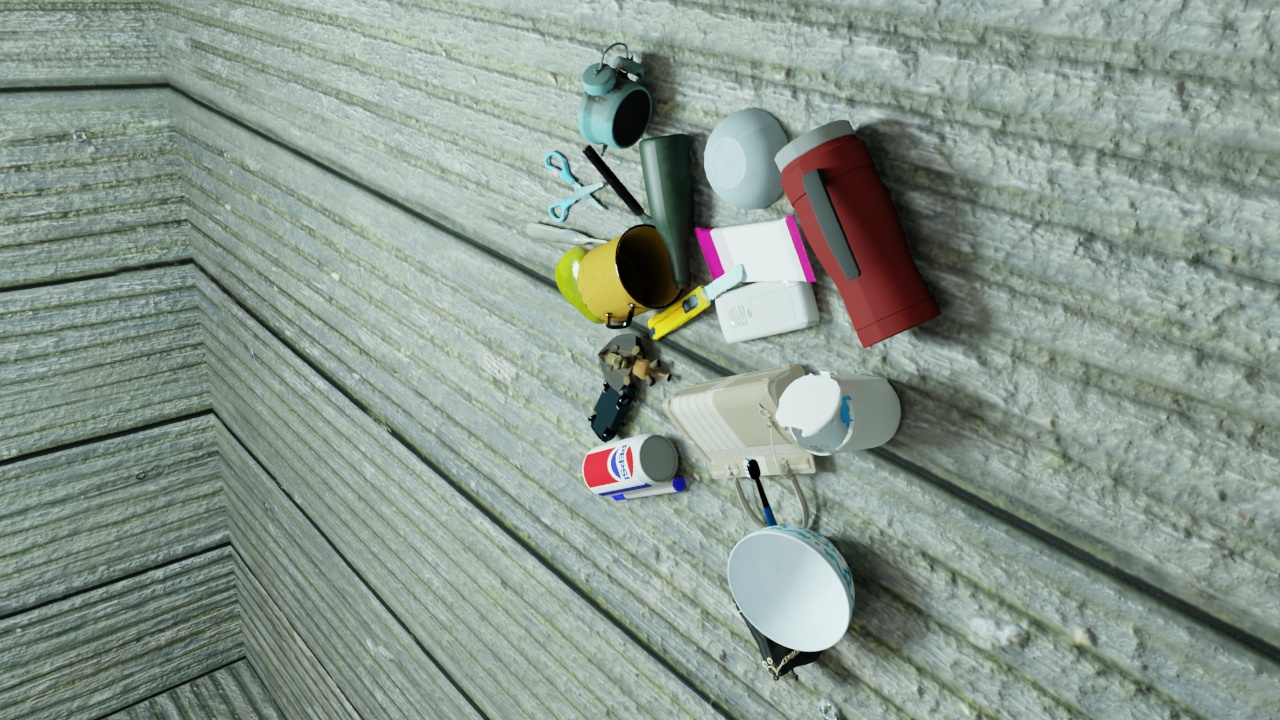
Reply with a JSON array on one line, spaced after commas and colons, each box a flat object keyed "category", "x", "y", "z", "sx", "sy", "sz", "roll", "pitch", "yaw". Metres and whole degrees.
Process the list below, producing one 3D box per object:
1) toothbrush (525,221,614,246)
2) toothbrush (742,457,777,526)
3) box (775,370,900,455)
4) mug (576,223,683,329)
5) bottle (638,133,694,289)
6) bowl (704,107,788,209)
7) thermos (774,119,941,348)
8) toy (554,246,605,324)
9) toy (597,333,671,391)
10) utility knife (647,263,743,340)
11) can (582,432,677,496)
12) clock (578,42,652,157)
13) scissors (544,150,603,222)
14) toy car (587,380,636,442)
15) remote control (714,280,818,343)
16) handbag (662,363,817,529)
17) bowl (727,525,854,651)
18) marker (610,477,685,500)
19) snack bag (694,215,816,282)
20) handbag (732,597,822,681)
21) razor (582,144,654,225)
[{"category": "toothbrush", "x": -0.093, "y": -0.166, "z": 1.232, "sx": 0.186, "sy": 0.024, "sz": 0.022, "roll": 17, "pitch": 155, "yaw": 46}, {"category": "toothbrush", "x": 0.146, "y": 0.178, "z": 1.037, "sx": 0.014, "sy": 0.014, "sz": 0.168, "roll": 21, "pitch": 138, "yaw": 53}, {"category": "box", "x": 0.187, "y": 0.047, "z": 0.882, "sx": 0.080, "sy": 0.143, "sz": 0.089, "roll": 13, "pitch": 102, "yaw": 41}, {"category": "mug", "x": -0.016, "y": -0.090, "z": 1.094, "sx": 0.094, "sy": 0.100, "sz": 0.123, "roll": -17, "pitch": 53, "yaw": 53}, {"category": "bottle", "x": 0.037, "y": -0.168, "z": 1.050, "sx": 0.055, "sy": 0.055, "sz": 0.174, "roll": 6, "pitch": 109, "yaw": 49}, {"category": "bowl", "x": 0.104, "y": -0.210, "z": 0.965, "sx": 0.106, "sy": 0.039, "sz": 0.106, "roll": 21, "pitch": 119, "yaw": 45}, {"category": "thermos", "x": 0.194, "y": -0.115, "z": 0.840, "sx": 0.084, "sy": 0.107, "sz": 0.198, "roll": -27, "pitch": 84, "yaw": 32}, {"category": "toy", "x": -0.070, "y": -0.095, "z": 1.207, "sx": 0.110, "sy": 0.051, "sz": 0.090, "roll": 60, "pitch": 142, "yaw": 12}, {"category": "toy", "x": -0.007, "y": 0.007, "z": 1.166, "sx": 0.100, "sy": 0.062, "sz": 0.076, "roll": 20, "pitch": 97, "yaw": 33}, {"category": "utility knife", "x": 0.060, "y": -0.067, "z": 1.070, "sx": 0.224, "sy": 0.019, "sz": 0.030, "roll": -32, "pitch": 81, "yaw": 56}, {"category": "can", "x": -0.015, "y": 0.139, "z": 1.211, "sx": 0.132, "sy": 0.070, "sz": 0.070, "roll": -21, "pitch": 87, "yaw": 51}, {"category": "clock", "x": -0.028, "y": -0.300, "z": 1.052, "sx": 0.053, "sy": 0.089, "sz": 0.124, "roll": 30, "pitch": 136, "yaw": 27}, {"category": "scissors", "x": -0.092, "y": -0.215, "z": 1.219, "sx": 0.140, "sy": 0.015, "sz": 0.111, "roll": 46, "pitch": 135, "yaw": 37}, {"category": "toy car", "x": -0.036, "y": 0.062, "z": 1.236, "sx": 0.046, "sy": 0.034, "sz": 0.112, "roll": 49, "pitch": 135, "yaw": 27}, {"category": "remote control", "x": 0.134, "y": -0.056, "z": 0.997, "sx": 0.139, "sy": 0.025, "sz": 0.060, "roll": -12, "pitch": 94, "yaw": 53}, {"category": "handbag", "x": 0.134, "y": 0.115, "z": 1.050, "sx": 0.176, "sy": 0.062, "sz": 0.198, "roll": -13, "pitch": 101, "yaw": 51}, {"category": "bowl", "x": 0.176, "y": 0.235, "z": 1.004, "sx": 0.144, "sy": 0.074, "sz": 0.144, "roll": 17, "pitch": 120, "yaw": 32}, {"category": "marker", "x": 0.008, "y": 0.174, "z": 1.235, "sx": 0.142, "sy": 0.020, "sz": 0.020, "roll": -19, "pitch": 88, "yaw": 51}, {"category": "snack bag", "x": 0.116, "y": -0.114, "z": 0.964, "sx": 0.197, "sy": 0.016, "sz": 0.070, "roll": 8, "pitch": 124, "yaw": 65}, {"category": "handbag", "x": 0.155, "y": 0.308, "z": 1.062, "sx": 0.054, "sy": 0.079, "sz": 0.128, "roll": -44, "pitch": 68, "yaw": 50}, {"category": "razor", "x": -0.017, "y": -0.195, "z": 1.077, "sx": 0.144, "sy": 0.022, "sz": 0.043, "roll": 44, "pitch": 143, "yaw": -16}]
